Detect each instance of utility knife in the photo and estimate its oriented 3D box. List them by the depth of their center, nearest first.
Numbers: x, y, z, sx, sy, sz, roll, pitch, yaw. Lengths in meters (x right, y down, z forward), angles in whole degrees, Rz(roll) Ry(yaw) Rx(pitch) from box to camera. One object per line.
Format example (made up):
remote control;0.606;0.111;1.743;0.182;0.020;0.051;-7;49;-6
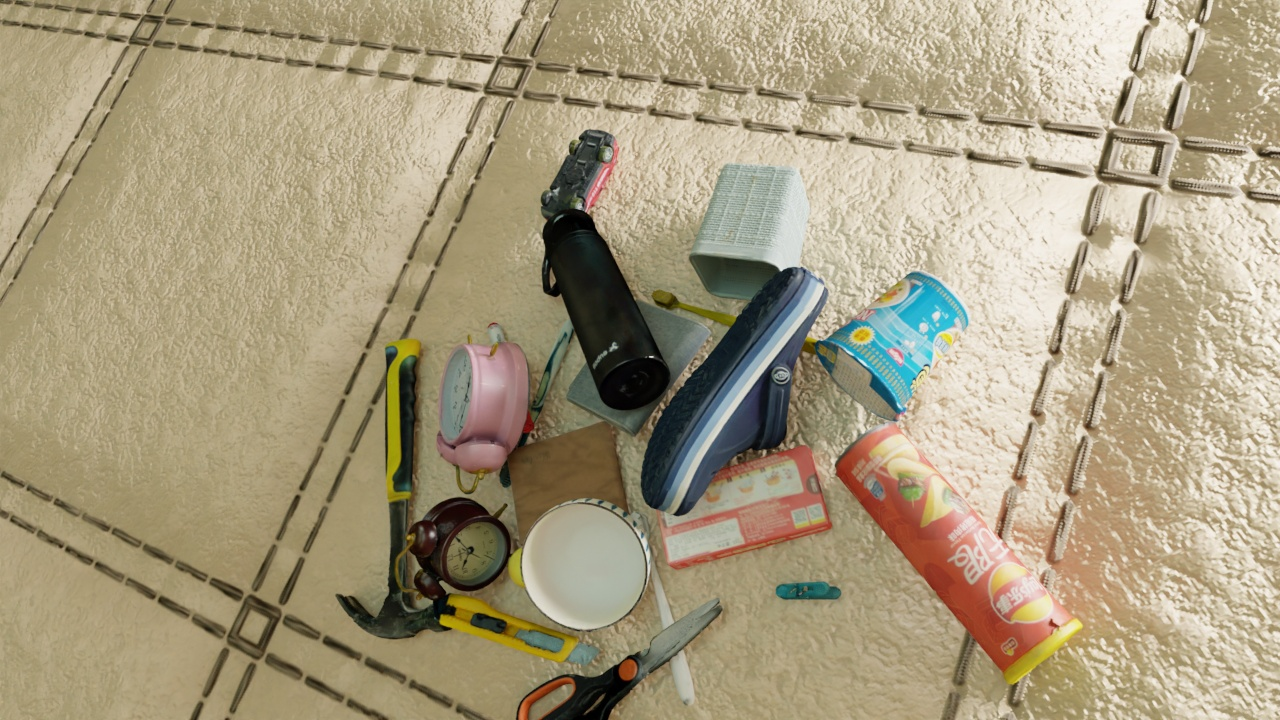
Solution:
utility knife;-0.119;0.250;0.854;0.177;0.015;0.033;11;70;19

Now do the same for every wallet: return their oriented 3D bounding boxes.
wallet;-0.074;0.121;0.903;0.115;0.020;0.101;-17;67;9
wallet;-0.005;0.005;0.916;0.107;0.037;0.129;25;72;40

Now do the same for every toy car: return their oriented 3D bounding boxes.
toy car;-0.065;-0.199;1.017;0.053;0.045;0.120;21;73;29

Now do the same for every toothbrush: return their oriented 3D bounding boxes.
toothbrush;0.019;0.222;0.835;0.016;0.016;0.180;-25;63;17
toothbrush;0.094;-0.039;0.909;0.190;0.016;0.015;20;78;26
toothbrush;-0.108;0.041;0.955;0.016;0.018;0.191;15;77;25

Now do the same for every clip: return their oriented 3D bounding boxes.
clip;0.143;0.200;0.794;0.055;0.034;0.013;-10;64;28

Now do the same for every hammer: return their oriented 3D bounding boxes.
hammer;-0.259;0.129;0.972;0.126;0.032;0.322;-13;66;15

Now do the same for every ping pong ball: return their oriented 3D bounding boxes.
ping pong ball;-0.107;0.198;0.880;0.040;0.040;0.040;-8;67;18

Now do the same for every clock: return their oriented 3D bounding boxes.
clock;-0.179;0.181;0.875;0.055;0.121;0.082;16;116;49
clock;-0.163;0.055;0.921;0.117;0.059;0.158;11;94;60

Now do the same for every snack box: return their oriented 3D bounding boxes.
snack box;0.091;0.135;0.837;0.153;0.025;0.075;-18;63;14

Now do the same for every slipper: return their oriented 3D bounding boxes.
slipper;0.093;0.034;0.828;0.095;0.105;0.253;34;90;-8

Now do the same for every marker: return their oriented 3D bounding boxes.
marker;-0.138;0.016;0.967;0.017;0.017;0.145;-30;54;8

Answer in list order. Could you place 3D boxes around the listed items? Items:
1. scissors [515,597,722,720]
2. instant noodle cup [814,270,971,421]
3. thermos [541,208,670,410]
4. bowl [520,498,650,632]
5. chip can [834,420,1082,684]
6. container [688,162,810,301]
scissors;-0.011;0.294;0.804;0.235;0.021;0.139;-23;50;20
instant noodle cup;0.228;-0.018;0.811;0.110;0.099;0.099;-44;61;-9
thermos;-0.046;-0.051;0.918;0.090;0.068;0.242;-54;39;27
bowl;-0.045;0.180;0.839;0.116;0.066;0.116;1;94;10
chip can;0.251;0.149;0.743;0.073;0.073;0.216;-38;61;3
container;0.112;-0.126;0.897;0.090;0.090;0.111;10;71;24
